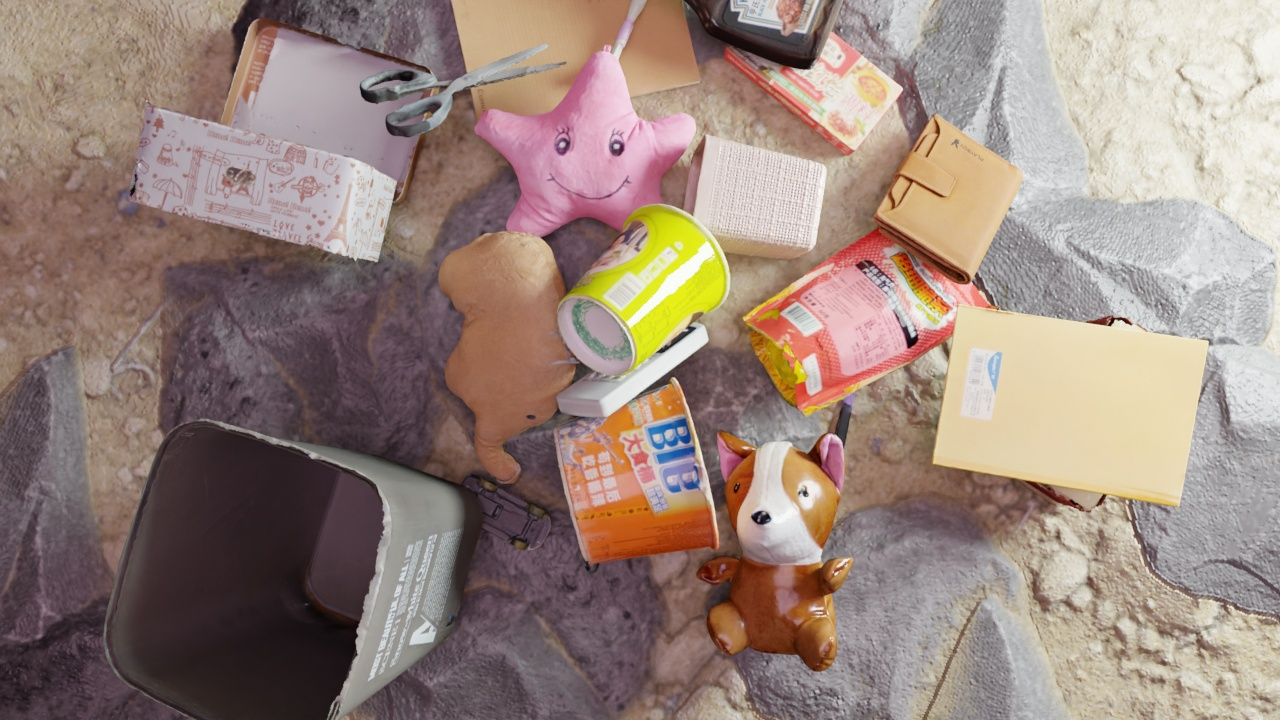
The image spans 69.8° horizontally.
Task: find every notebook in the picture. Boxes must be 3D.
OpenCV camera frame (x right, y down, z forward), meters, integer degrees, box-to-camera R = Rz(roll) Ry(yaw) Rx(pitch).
[{"bbox_3d":[0.368,0.037,0.793,0.206,0.010,0.146,9,91,9],"label":"notebook"},{"bbox_3d":[-0.063,-0.308,0.851,0.211,0.012,0.149,-13,90,-2],"label":"notebook"}]

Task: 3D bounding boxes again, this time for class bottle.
[{"bbox_3d":[0.077,-0.326,0.811,0.195,0.044,0.080,22,87,-1],"label":"bottle"}]

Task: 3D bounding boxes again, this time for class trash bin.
[{"bbox_3d":[-0.245,0.161,0.721,0.199,0.219,0.199,16,88,15],"label":"trash bin"}]

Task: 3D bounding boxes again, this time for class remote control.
[{"bbox_3d":[-0.005,0.005,0.790,0.149,0.058,0.021,-36,117,-40],"label":"remote control"}]

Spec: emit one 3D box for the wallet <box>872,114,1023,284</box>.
[{"bbox_3d":[0.279,-0.147,0.832,0.108,0.031,0.131,34,69,-1],"label":"wallet"}]

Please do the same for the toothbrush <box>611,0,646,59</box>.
[{"bbox_3d":[0.006,-0.339,0.840,0.020,0.029,0.189,19,85,39],"label":"toothbrush"}]

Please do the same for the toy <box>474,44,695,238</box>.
[{"bbox_3d":[-0.050,-0.188,0.815,0.194,0.074,0.179,6,104,-4],"label":"toy"}]

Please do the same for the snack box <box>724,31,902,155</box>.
[{"bbox_3d":[0.159,-0.266,0.849,0.153,0.025,0.075,39,89,-1],"label":"snack box"}]

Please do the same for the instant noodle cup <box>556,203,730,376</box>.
[{"bbox_3d":[-0.004,-0.052,0.764,0.111,0.112,0.123,45,54,-1],"label":"instant noodle cup"}]

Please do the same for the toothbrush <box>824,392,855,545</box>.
[{"bbox_3d":[0.181,0.092,0.851,0.014,0.017,0.189,14,88,-9],"label":"toothbrush"}]

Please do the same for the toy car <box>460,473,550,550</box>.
[{"bbox_3d":[-0.124,0.137,0.832,0.090,0.035,0.042,28,90,0],"label":"toy car"}]

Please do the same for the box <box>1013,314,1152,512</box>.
[{"bbox_3d":[0.409,0.049,0.827,0.091,0.077,0.168,33,89,0],"label":"box"}]

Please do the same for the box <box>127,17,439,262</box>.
[{"bbox_3d":[-0.291,-0.192,0.770,0.181,0.158,0.205,17,89,-1],"label":"box"}]

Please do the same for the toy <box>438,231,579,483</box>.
[{"bbox_3d":[-0.115,-0.001,0.806,0.144,0.082,0.226,-3,91,40],"label":"toy"}]

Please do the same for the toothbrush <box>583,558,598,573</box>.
[{"bbox_3d":[-0.048,0.107,0.845,0.015,0.018,0.181,-2,91,-7],"label":"toothbrush"}]

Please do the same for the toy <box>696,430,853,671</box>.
[{"bbox_3d":[0.117,0.160,0.803,0.140,0.130,0.199,3,81,21],"label":"toy"}]

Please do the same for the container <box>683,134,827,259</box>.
[{"bbox_3d":[0.098,-0.140,0.816,0.111,0.090,0.090,9,89,-5],"label":"container"}]

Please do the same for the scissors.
[{"bbox_3d":[-0.149,-0.230,0.770,0.163,0.014,0.165,9,49,4],"label":"scissors"}]

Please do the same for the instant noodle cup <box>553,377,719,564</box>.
[{"bbox_3d":[-0.006,0.100,0.777,0.111,0.151,0.151,-14,90,-2],"label":"instant noodle cup"}]

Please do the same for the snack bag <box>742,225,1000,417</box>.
[{"bbox_3d":[0.206,-0.045,0.832,0.207,0.073,0.128,-31,80,-8],"label":"snack bag"}]
